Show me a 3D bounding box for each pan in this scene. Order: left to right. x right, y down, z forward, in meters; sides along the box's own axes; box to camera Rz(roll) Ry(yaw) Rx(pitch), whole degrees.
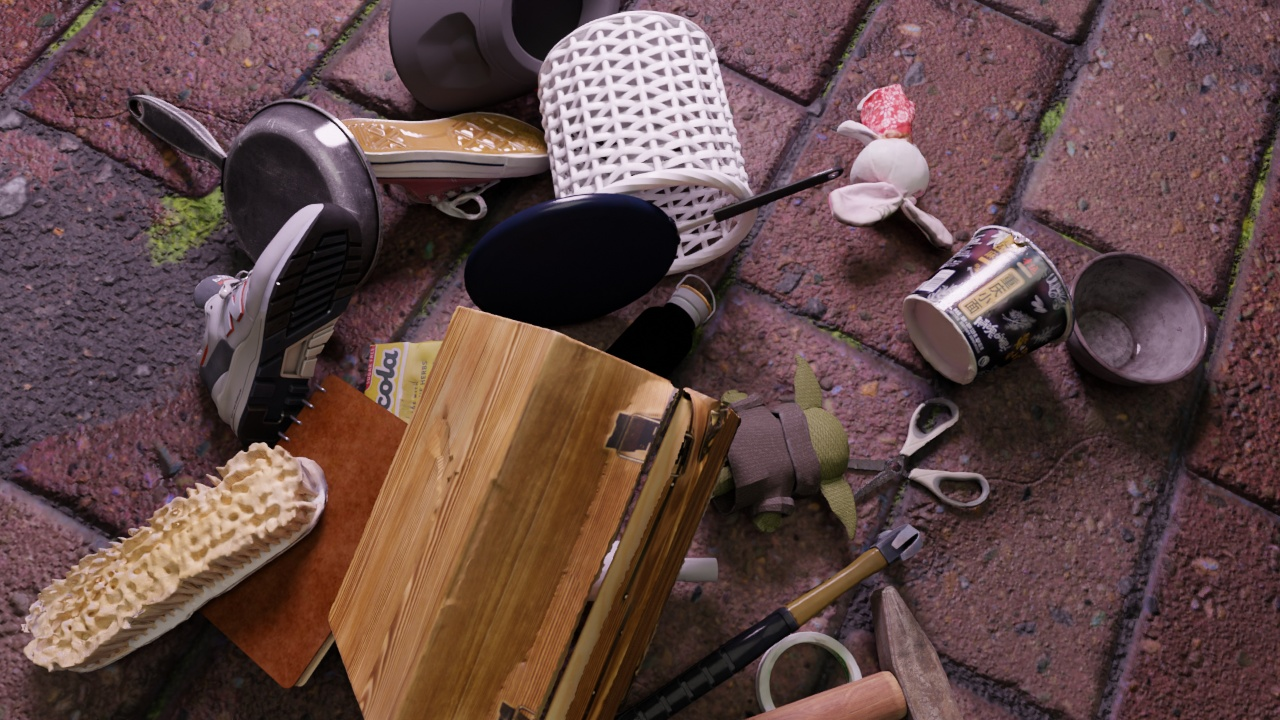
[{"bbox_3d":[-0.390,-0.185,0.887,0.357,0.188,0.055,27,29,17],"label":"pan"},{"bbox_3d":[0.013,-0.109,0.832,0.356,0.199,0.021,-19,65,5],"label":"pan"}]

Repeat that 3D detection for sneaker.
[{"bbox_3d":[-0.342,-0.049,0.820,0.124,0.088,0.240,33,108,24],"label":"sneaker"},{"bbox_3d":[-0.198,-0.193,0.927,0.240,0.088,0.118,-10,48,-33],"label":"sneaker"}]

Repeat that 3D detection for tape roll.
[{"bbox_3d":[0.151,0.291,0.820,0.094,0.018,0.093,2,69,-6],"label":"tape roll"}]

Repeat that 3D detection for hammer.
[{"bbox_3d":[0.108,0.238,0.796,0.332,0.118,0.025,-31,77,-10],"label":"hammer"},{"bbox_3d":[0.120,0.309,0.779,0.300,0.037,0.157,-15,72,-12],"label":"hammer"}]

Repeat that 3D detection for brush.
[{"bbox_3d":[-0.381,0.165,0.758,0.271,0.056,0.083,-33,65,1],"label":"brush"}]

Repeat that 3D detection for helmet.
[{"bbox_3d":[-0.157,-0.357,0.950,0.170,0.164,0.263,14,49,36],"label":"helmet"}]

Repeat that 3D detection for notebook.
[{"bbox_3d":[-0.281,0.137,0.788,0.167,0.024,0.225,29,79,24],"label":"notebook"}]

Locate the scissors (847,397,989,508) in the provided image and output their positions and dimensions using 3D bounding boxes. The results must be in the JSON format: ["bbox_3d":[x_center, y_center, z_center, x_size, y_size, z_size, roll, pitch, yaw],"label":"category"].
[{"bbox_3d":[0.270,0.100,0.907,0.157,0.013,0.168,28,71,7],"label":"scissors"}]

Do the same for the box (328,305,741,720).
[{"bbox_3d":[-0.039,0.139,0.672,0.263,0.270,0.279,25,86,-25],"label":"box"}]

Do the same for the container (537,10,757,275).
[{"bbox_3d":[0.003,-0.204,0.898,0.189,0.190,0.186,-7,69,-9],"label":"container"}]

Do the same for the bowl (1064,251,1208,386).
[{"bbox_3d":[0.496,-0.033,0.949,0.145,0.067,0.144,2,70,-5],"label":"bowl"}]

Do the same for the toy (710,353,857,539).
[{"bbox_3d":[0.121,0.089,0.860,0.152,0.078,0.179,-8,72,-17],"label":"toy"}]

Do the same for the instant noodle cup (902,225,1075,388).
[{"bbox_3d":[0.336,-0.048,0.913,0.112,0.137,0.137,-32,76,-8],"label":"instant noodle cup"}]

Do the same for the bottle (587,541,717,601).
[{"bbox_3d":[-0.029,0.188,0.821,0.195,0.052,0.052,1,70,-6],"label":"bottle"}]

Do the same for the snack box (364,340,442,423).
[{"bbox_3d":[-0.167,0.039,0.836,0.181,0.045,0.121,-4,69,16],"label":"snack box"}]

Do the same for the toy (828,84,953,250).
[{"bbox_3d":[0.265,-0.214,0.988,0.159,0.084,0.194,8,64,-23],"label":"toy"}]

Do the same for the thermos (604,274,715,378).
[{"bbox_3d":[-0.005,0.005,0.887,0.061,0.061,0.230,39,71,9],"label":"thermos"}]
